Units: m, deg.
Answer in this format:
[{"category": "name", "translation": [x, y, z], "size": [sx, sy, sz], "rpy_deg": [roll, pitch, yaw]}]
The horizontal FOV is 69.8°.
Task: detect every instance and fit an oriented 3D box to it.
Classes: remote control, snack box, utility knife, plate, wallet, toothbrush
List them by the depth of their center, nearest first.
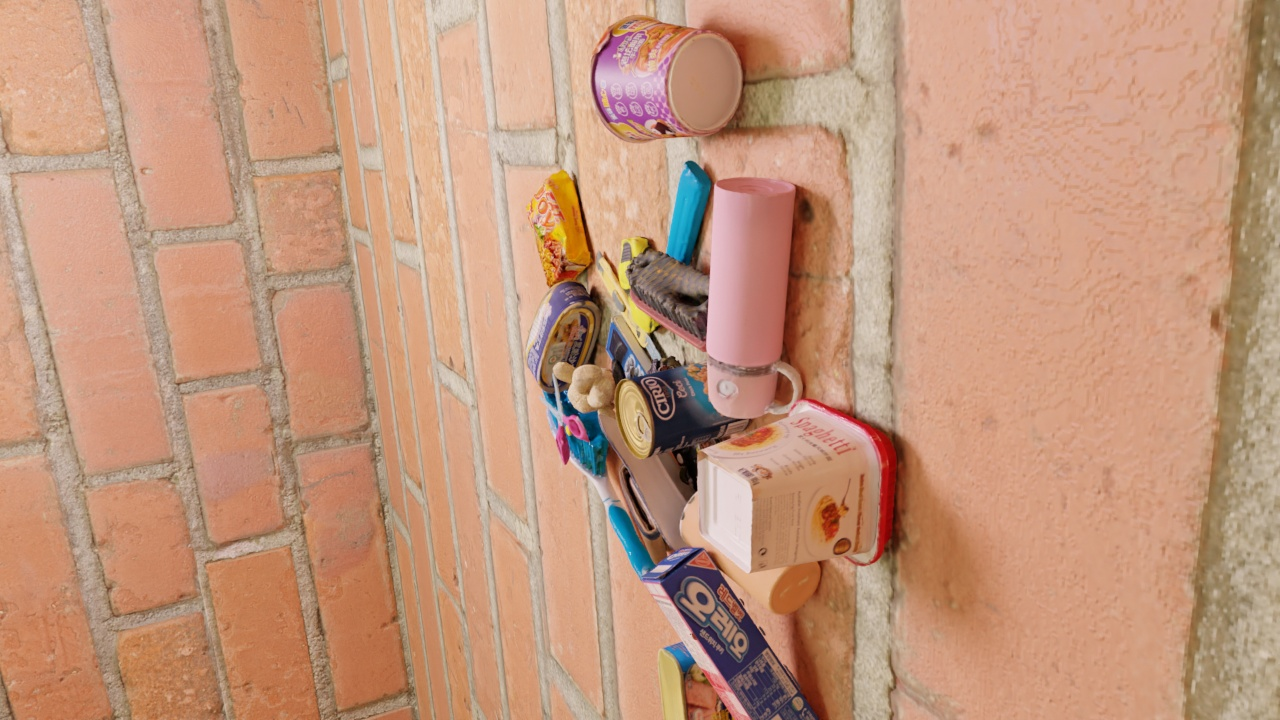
[{"category": "snack box", "translation": [0.084, 0.267, 0.834], "size": [0.207, 0.057, 0.058], "rpy_deg": [56, 160, -1]}, {"category": "utility knife", "translation": [0.039, -0.111, 0.909], "size": [0.034, 0.018, 0.183], "rpy_deg": [41, 139, 28]}, {"category": "plate", "translation": [0.022, 0.125, 0.949], "size": [0.163, 0.034, 0.164], "rpy_deg": [59, -174, 21]}, {"category": "wallet", "translation": [0.007, 0.176, 1.035], "size": [0.115, 0.033, 0.090], "rpy_deg": [78, 168, -57]}, {"category": "remote control", "translation": [-0.006, 0.006, 1.044], "size": [0.125, 0.024, 0.049], "rpy_deg": [58, 147, 37]}, {"category": "toothbrush", "translation": [-0.004, 0.087, 1.046], "size": [0.016, 0.014, 0.189], "rpy_deg": [-73, -32, -73]}, {"category": "utility knife", "translation": [-0.014, -0.061, 1.053], "size": [0.183, 0.019, 0.031], "rpy_deg": [55, 151, 34]}]

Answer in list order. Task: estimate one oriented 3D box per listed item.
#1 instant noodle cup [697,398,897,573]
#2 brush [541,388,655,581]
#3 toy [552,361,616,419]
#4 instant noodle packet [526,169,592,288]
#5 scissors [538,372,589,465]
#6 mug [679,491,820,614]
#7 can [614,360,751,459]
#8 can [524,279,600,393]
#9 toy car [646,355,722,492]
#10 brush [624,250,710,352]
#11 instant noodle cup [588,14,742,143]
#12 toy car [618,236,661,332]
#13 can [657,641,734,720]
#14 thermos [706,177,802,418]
[{"category": "instant noodle cup", "translation": [0.115, 0.102, 0.707], "size": [0.116, 0.124, 0.117], "rpy_deg": [31, 127, 59]}, {"category": "brush", "translation": [-0.049, 0.142, 1.164], "size": [0.314, 0.060, 0.110], "rpy_deg": [52, 149, 41]}, {"category": "toy", "translation": [-0.054, 0.031, 1.073], "size": [0.105, 0.066, 0.157], "rpy_deg": [40, 175, 2]}, {"category": "instant noodle packet", "translation": [-0.106, -0.165, 1.168], "size": [0.111, 0.044, 0.128], "rpy_deg": [-33, 70, 59]}, {"category": "scissors", "translation": [-0.096, 0.076, 1.135], "size": [0.133, 0.017, 0.134], "rpy_deg": [37, 139, 50]}, {"category": "mug", "translation": [0.101, 0.169, 0.829], "size": [0.123, 0.078, 0.078], "rpy_deg": [37, 132, 49]}, {"category": "can", "translation": [0.041, 0.043, 0.858], "size": [0.075, 0.111, 0.075], "rpy_deg": [40, 137, 53]}, {"category": "can", "translation": [-0.099, -0.028, 1.161], "size": [0.049, 0.074, 0.148], "rpy_deg": [55, 135, 39]}, {"category": "toy car", "translation": [0.046, 0.068, 0.935], "size": [0.158, 0.042, 0.070], "rpy_deg": [63, 152, 24]}, {"category": "brush", "translation": [0.040, -0.055, 0.873], "size": [0.146, 0.063, 0.069], "rpy_deg": [35, 165, 48]}, {"category": "instant noodle cup", "translation": [0.027, -0.239, 0.792], "size": [0.099, 0.111, 0.112], "rpy_deg": [27, 124, 50]}, {"category": "toy car", "translation": [-0.002, -0.081, 0.992], "size": [0.048, 0.032, 0.105], "rpy_deg": [-6, 95, 65]}, {"category": "can", "translation": [0.068, 0.336, 0.947], "size": [0.057, 0.083, 0.102], "rpy_deg": [11, 110, 64]}, {"category": "thermos", "translation": [0.098, -0.048, 0.765], "size": [0.087, 0.067, 0.199], "rpy_deg": [14, 115, 31]}]
